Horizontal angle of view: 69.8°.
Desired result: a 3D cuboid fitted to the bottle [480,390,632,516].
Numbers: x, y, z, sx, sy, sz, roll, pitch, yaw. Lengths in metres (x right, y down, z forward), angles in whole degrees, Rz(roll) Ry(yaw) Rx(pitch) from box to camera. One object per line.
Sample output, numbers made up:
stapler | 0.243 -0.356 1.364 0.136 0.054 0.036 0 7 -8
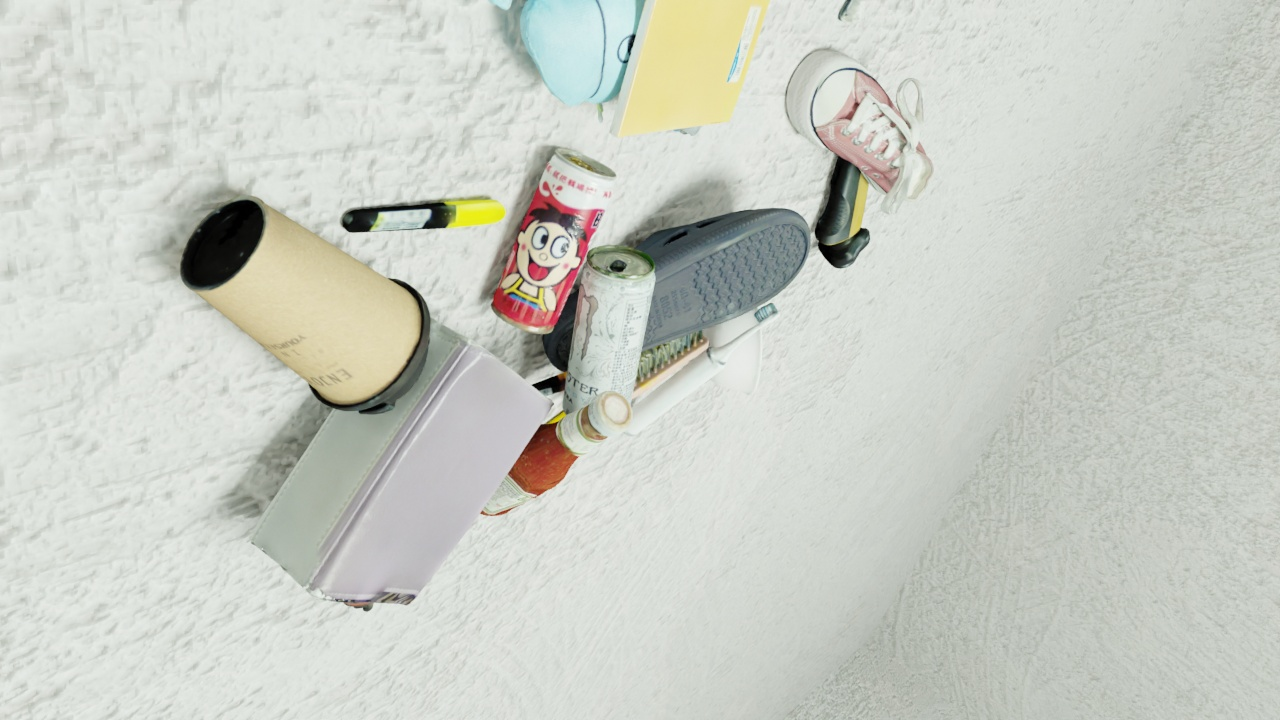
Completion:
bottle | -0.079 0.076 0.760 0.059 0.059 0.207 -20 171 -45

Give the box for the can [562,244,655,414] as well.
can | -0.027 -0.017 0.748 0.058 0.058 0.147 -23 135 -42

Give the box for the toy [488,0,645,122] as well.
toy | -0.041 -0.226 0.582 0.161 0.050 0.156 -30 136 -42

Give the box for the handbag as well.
handbag | -0.167 0.074 0.673 0.197 0.098 0.145 -57 149 -7

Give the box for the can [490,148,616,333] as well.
can | -0.066 -0.090 0.695 0.053 0.053 0.133 -5 127 -54

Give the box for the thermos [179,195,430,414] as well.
thermos | -0.194 -0.032 0.545 0.093 0.093 0.143 -50 145 -5

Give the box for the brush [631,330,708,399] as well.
brush | -0.005 0.005 0.882 0.145 0.063 0.073 -35 148 -27

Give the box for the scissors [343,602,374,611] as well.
scissors | -0.224 0.140 0.764 0.188 0.015 0.225 -19 137 -46

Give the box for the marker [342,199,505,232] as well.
marker | -0.143 -0.097 0.617 0.123 0.015 0.018 -14 133 -45

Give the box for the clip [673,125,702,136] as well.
clip | 0.036 -0.200 0.759 0.027 0.044 0.058 -60 156 12

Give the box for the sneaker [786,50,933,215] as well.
sneaker | 0.239 -0.223 0.917 0.241 0.088 0.118 27 99 -44

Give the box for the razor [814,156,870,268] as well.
razor | 0.238 -0.185 1.036 0.067 0.062 0.168 -8 130 -13

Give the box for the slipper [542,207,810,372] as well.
slipper | 0.027 -0.080 0.829 0.268 0.083 0.111 -25 145 -9

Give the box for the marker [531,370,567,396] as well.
marker | -0.083 0.023 0.800 0.123 0.015 0.018 -20 145 -11

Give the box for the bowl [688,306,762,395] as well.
bowl | 0.083 -0.022 0.965 0.064 0.118 0.118 -1 135 -7

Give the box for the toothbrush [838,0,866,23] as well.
toothbrush | 0.232 -0.392 0.831 0.015 0.018 0.181 5 117 -54

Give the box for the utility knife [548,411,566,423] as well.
utility knife | -0.093 0.080 0.887 0.177 0.015 0.033 -37 145 -26

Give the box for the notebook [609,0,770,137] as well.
notebook | 0.048 -0.242 0.681 0.205 0.010 0.146 -31 143 -57

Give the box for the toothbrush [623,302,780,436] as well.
toothbrush | 0.057 0.012 0.925 0.222 0.026 0.026 -39 168 32
